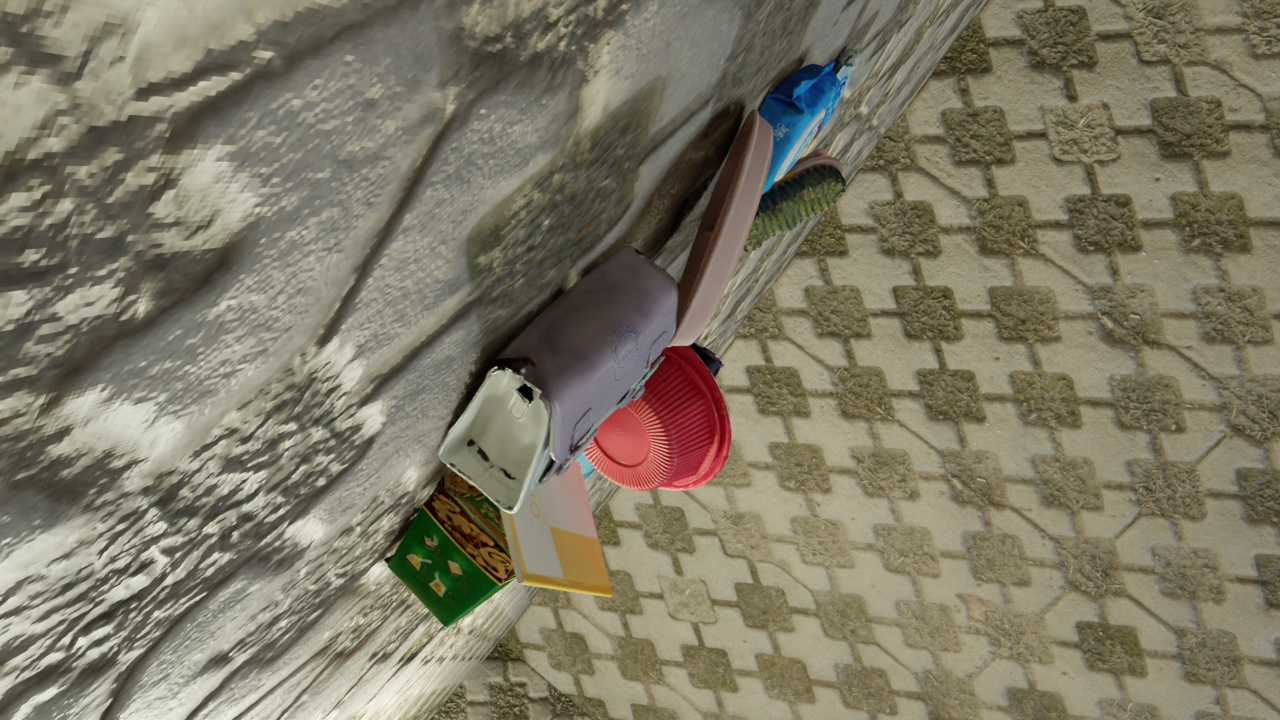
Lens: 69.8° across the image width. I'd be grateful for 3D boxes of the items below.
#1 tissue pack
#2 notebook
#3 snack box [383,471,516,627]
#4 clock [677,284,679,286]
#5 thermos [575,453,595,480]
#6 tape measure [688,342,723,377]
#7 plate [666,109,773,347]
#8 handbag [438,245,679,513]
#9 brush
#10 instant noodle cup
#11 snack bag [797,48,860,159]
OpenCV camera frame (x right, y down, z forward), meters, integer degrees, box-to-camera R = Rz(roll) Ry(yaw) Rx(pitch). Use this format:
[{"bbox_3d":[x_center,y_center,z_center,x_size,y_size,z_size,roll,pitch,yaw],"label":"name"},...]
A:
[{"bbox_3d":[0.146,-0.233,0.949,0.094,0.052,0.158,-46,171,-38],"label":"tissue pack"},{"bbox_3d":[-0.081,0.141,0.841,0.010,0.145,0.206,-22,157,12],"label":"notebook"},{"bbox_3d":[-0.154,0.173,0.834,0.106,0.117,0.118,-48,171,10],"label":"snack box"},{"bbox_3d":[0.030,-0.029,1.234,0.161,0.056,0.116,-50,172,-12],"label":"clock"},{"bbox_3d":[-0.067,0.095,1.212,0.070,0.070,0.221,-47,172,-38],"label":"thermos"},{"bbox_3d":[0.083,0.001,1.254,0.039,0.057,0.058,-55,-171,6],"label":"tape measure"},{"bbox_3d":[0.074,-0.117,0.850,0.229,0.028,0.229,-164,-86,-87],"label":"plate"},{"bbox_3d":[-0.055,0.012,0.745,0.196,0.098,0.145,-45,165,-46],"label":"handbag"},{"bbox_3d":[0.160,-0.187,1.033,0.146,0.073,0.063,-28,141,7],"label":"brush"},{"bbox_3d":[-0.004,0.062,0.948,0.065,0.194,0.194,-32,161,-46],"label":"instant noodle cup"},{"bbox_3d":[0.203,-0.289,1.109,0.190,0.039,0.110,-50,162,-17],"label":"snack bag"}]
